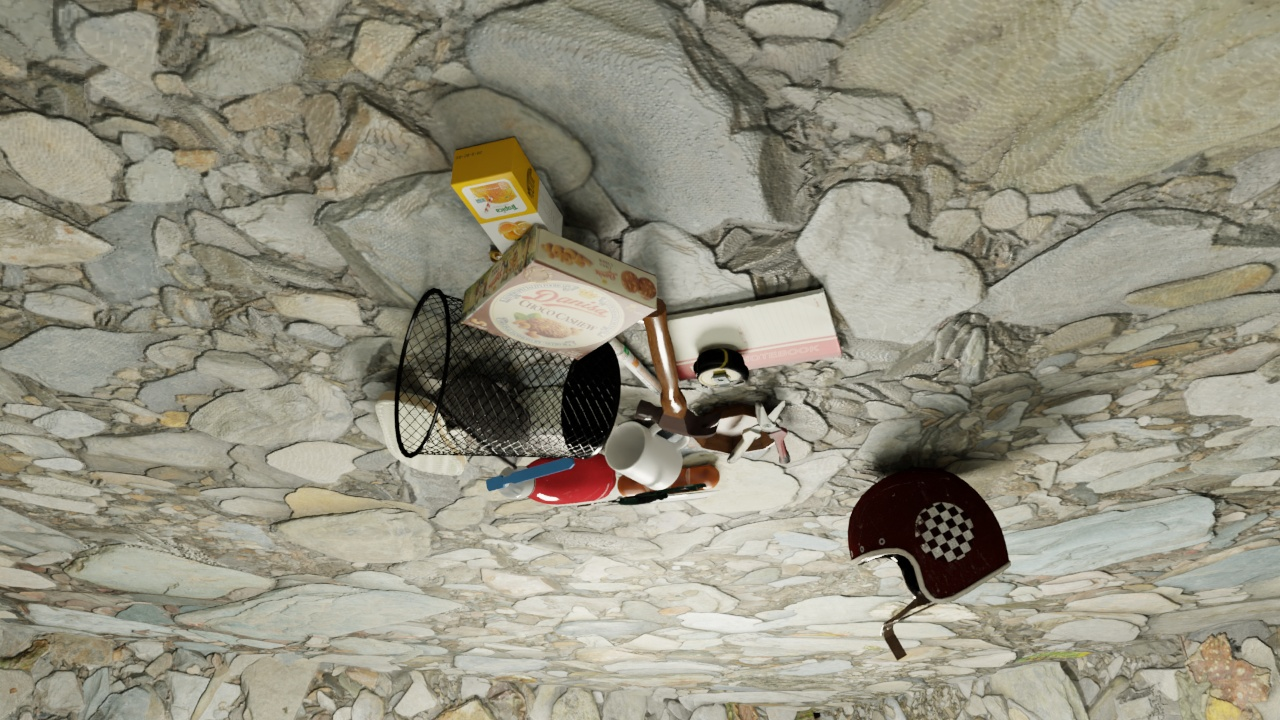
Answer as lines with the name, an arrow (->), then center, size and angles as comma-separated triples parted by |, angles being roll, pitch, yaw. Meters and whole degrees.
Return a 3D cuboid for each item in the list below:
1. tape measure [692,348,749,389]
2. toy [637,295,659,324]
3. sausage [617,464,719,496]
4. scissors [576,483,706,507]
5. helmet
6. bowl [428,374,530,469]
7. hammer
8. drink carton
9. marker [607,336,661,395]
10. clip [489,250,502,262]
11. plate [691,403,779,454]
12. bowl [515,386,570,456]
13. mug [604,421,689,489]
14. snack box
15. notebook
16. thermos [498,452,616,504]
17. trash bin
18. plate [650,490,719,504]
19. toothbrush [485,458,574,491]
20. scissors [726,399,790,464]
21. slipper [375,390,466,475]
tape measure -> 0.096, 0.012, 1.112 | 0.062, 0.034, 0.061 | -11, 148, 19
toy -> -0.035, -0.061, 1.006 | 0.122, 0.038, 0.079 | 3, 160, -8
sausage -> 0.044, 0.191, 1.448 | 0.164, 0.039, 0.044 | -8, 160, 13
scissors -> -0.008, 0.206, 1.360 | 0.206, 0.015, 0.179 | -12, 176, 8
helmet -> 0.439, 0.296, 1.417 | 0.234, 0.253, 0.233 | -29, 163, 2
bowl -> -0.191, 0.067, 1.166 | 0.145, 0.067, 0.145 | 40, 174, 5
hammer -> 0.033, 0.017, 1.081 | 0.115, 0.033, 0.323 | 14, 156, 15
drink carton -> -0.120, -0.146, 0.851 | 0.059, 0.040, 0.122 | -9, 149, 15
marker -> -0.007, 0.007, 1.145 | 0.017, 0.017, 0.145 | -13, 148, 22
clip -> -0.133, -0.094, 0.951 | 0.046, 0.037, 0.053 | 1, 153, -17
plate -> 0.135, 0.095, 1.292 | 0.131, 0.025, 0.131 | 0, 151, 0
bowl -> -0.120, 0.088, 1.244 | 0.115, 0.062, 0.115 | 0, 150, 0
mug -> 0.019, 0.126, 1.314 | 0.111, 0.073, 0.090 | -41, 137, 15
snack box -> -0.082, -0.061, 0.919 | 0.143, 0.041, 0.147 | 19, 148, -32
notebook -> 0.125, -0.026, 1.091 | 0.209, 0.012, 0.153 | -9, 149, 17
thermos -> -0.119, 0.168, 1.297 | 0.073, 0.073, 0.239 | -16, 169, 26
trash bin -> -0.147, 0.030, 1.036 | 0.210, 0.183, 0.185 | 10, 150, -28
plate -> 0.061, 0.222, 1.479 | 0.134, 0.011, 0.134 | -6, 172, -1
toothbrush -> -0.137, 0.141, 1.144 | 0.167, 0.016, 0.014 | -20, 170, 40
scissors -> 0.170, 0.106, 1.268 | 0.186, 0.015, 0.180 | 25, 142, -36
slipper -> -0.300, 0.098, 1.269 | 0.114, 0.054, 0.273 | 4, 155, 2
